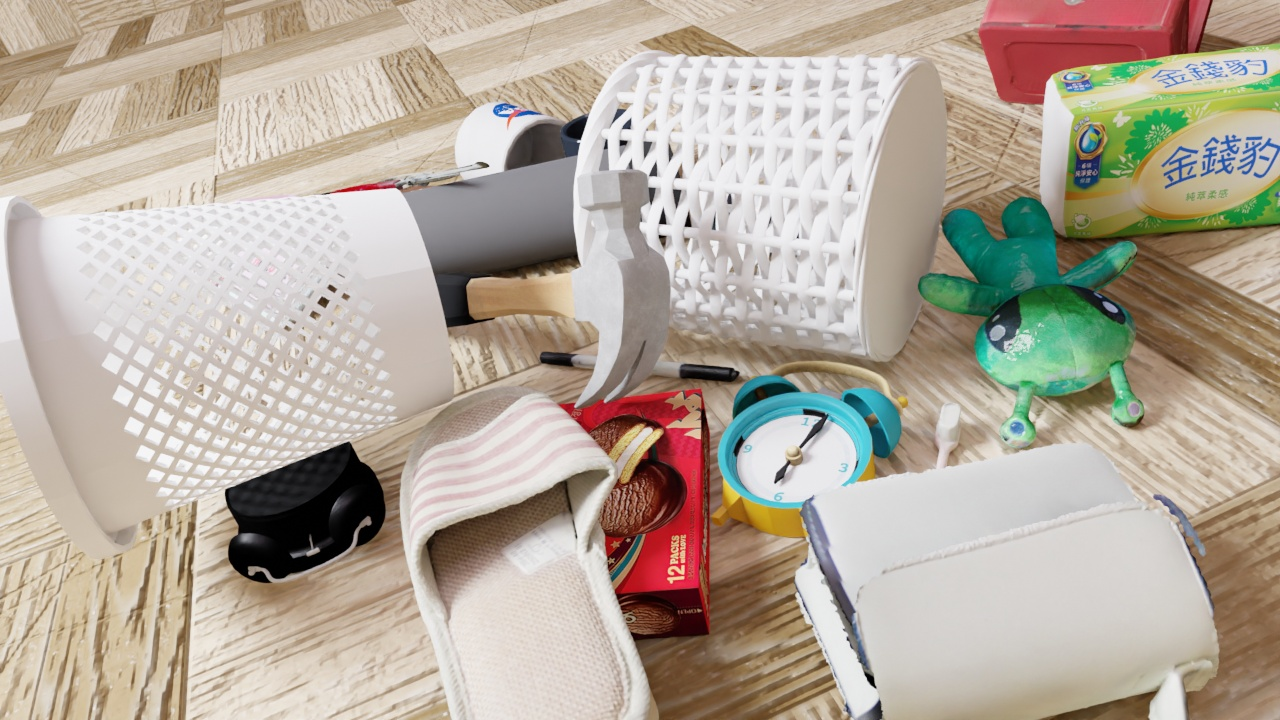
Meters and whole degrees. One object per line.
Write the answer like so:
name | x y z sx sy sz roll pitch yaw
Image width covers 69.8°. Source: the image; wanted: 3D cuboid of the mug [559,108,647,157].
mug | -0.022 -0.191 0.857 0.071 0.077 0.104 11 42 31

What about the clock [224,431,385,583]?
clock | -0.204 0.089 0.557 0.091 0.043 0.120 -22 36 -12

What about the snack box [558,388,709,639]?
snack box | -0.030 0.083 0.513 0.133 0.036 0.151 -7 35 9

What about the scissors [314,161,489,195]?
scissors | -0.219 -0.156 0.818 0.185 0.015 0.179 -14 15 -4

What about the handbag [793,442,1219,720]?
handbag | 0.156 0.117 0.367 0.151 0.074 0.175 -10 43 -5

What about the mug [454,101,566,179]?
mug | -0.105 -0.194 0.892 0.121 0.091 0.090 4 18 -43

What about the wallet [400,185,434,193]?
wallet | -0.224 -0.157 0.904 0.121 0.013 0.087 6 24 8

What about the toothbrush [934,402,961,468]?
toothbrush | 0.148 0.085 0.468 0.016 0.018 0.180 9 42 20

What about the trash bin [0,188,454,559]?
trash bin | -0.223 -0.013 0.523 0.199 0.196 0.195 -16 34 -20

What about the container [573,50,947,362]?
container | 0.084 -0.103 0.603 0.187 0.189 0.188 11 42 28

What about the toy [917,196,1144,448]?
toy | 0.240 -0.032 0.563 0.131 0.072 0.193 -9 44 9

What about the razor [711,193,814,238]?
razor | 0.103 -0.108 0.728 0.143 0.052 0.047 18 5 35

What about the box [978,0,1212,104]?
box | 0.402 -0.305 0.804 0.157 0.156 0.170 14 8 34

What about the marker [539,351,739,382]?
marker | -0.004 0.004 0.637 0.152 0.011 0.011 5 39 25

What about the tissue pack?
tissue pack | 0.394 -0.172 0.667 0.198 0.120 0.141 2 39 10

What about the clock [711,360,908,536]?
clock | 0.092 0.047 0.520 0.099 0.044 0.129 8 48 28

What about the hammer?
hammer | -0.099 -0.042 0.620 0.039 0.131 0.329 -10 8 -38

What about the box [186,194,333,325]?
box | -0.337 -0.109 0.863 0.202 0.067 0.153 19 46 38

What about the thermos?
thermos | -0.082 -0.125 0.781 0.240 0.082 0.082 -11 35 3

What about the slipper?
slipper | -0.060 0.085 0.443 0.115 0.052 0.262 -20 36 -7

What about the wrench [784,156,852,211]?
wrench | 0.199 -0.184 0.827 0.066 0.018 0.272 21 46 39
